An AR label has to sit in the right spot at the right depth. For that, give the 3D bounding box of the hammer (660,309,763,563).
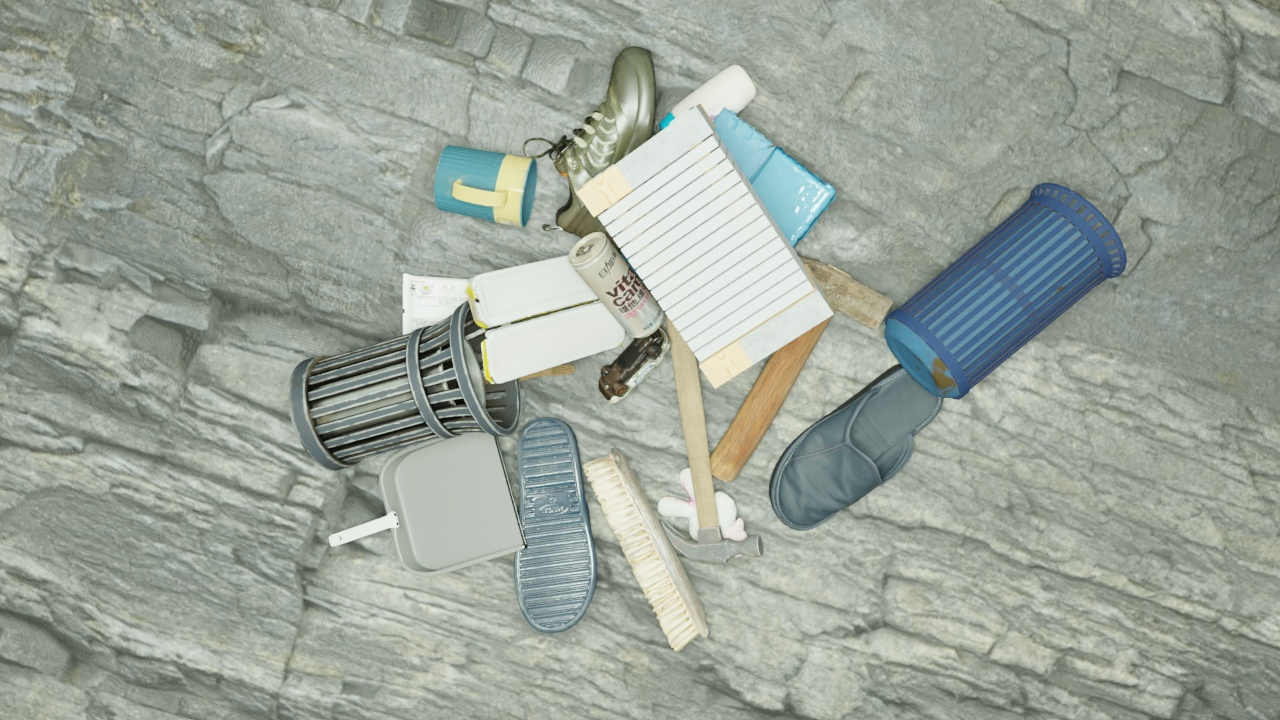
[{"bbox_3d":[0.067,0.086,1.132,0.119,0.030,0.331,-9,89,20],"label":"hammer"}]

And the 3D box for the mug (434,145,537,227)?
[{"bbox_3d":[-0.184,-0.204,1.078,0.107,0.113,0.083,13,110,0],"label":"mug"}]

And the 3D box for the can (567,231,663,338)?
[{"bbox_3d":[-0.027,-0.087,1.091,0.054,0.054,0.135,-37,125,4],"label":"can"}]

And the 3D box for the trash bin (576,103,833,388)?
[{"bbox_3d":[0.071,-0.127,0.979,0.143,0.142,0.247,-33,101,14],"label":"trash bin"}]

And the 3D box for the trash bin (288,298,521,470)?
[{"bbox_3d":[-0.279,0.037,1.081,0.228,0.164,0.164,-15,97,11],"label":"trash bin"}]

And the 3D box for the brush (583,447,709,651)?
[{"bbox_3d":[0.009,0.237,1.151,0.056,0.083,0.271,-26,97,2],"label":"brush"}]

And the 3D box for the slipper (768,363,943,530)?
[{"bbox_3d":[0.269,0.112,1.135,0.266,0.083,0.109,-43,98,7],"label":"slipper"}]

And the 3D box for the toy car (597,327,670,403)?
[{"bbox_3d":[-0.007,0.007,1.142,0.113,0.048,0.040,-46,134,9],"label":"toy car"}]

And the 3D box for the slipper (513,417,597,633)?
[{"bbox_3d":[-0.104,0.204,1.155,0.101,0.082,0.263,-5,78,5],"label":"slipper"}]

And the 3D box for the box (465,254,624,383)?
[{"bbox_3d":[-0.106,-0.056,1.078,0.209,0.034,0.129,-19,102,-41],"label":"box"}]

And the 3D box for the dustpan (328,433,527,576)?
[{"bbox_3d":[-0.278,0.190,1.147,0.258,0.033,0.163,-20,80,20],"label":"dustpan"}]

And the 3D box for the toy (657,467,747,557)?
[{"bbox_3d":[0.087,0.198,1.166,0.125,0.037,0.076,37,101,9],"label":"toy"}]

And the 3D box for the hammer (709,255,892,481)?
[{"bbox_3d":[0.163,0.017,1.133,0.158,0.037,0.301,28,102,-2],"label":"hammer"}]

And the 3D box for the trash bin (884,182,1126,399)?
[{"bbox_3d":[0.414,-0.074,1.070,0.249,0.139,0.139,-40,96,0],"label":"trash bin"}]

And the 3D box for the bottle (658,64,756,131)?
[{"bbox_3d":[0.068,-0.293,1.097,0.146,0.051,0.051,-35,96,4],"label":"bottle"}]

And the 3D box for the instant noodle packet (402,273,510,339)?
[{"bbox_3d":[-0.228,-0.061,1.140,0.134,0.026,0.087,2,98,0],"label":"instant noodle packet"}]

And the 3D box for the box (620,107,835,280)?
[{"bbox_3d":[0.094,-0.157,1.087,0.174,0.033,0.232,41,109,13],"label":"box"}]

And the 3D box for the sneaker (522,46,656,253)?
[{"bbox_3d":[-0.064,-0.252,1.079,0.143,0.101,0.238,9,104,-8],"label":"sneaker"}]

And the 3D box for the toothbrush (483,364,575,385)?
[{"bbox_3d":[-0.165,0.022,1.157,0.167,0.016,0.016,-8,96,2],"label":"toothbrush"}]
